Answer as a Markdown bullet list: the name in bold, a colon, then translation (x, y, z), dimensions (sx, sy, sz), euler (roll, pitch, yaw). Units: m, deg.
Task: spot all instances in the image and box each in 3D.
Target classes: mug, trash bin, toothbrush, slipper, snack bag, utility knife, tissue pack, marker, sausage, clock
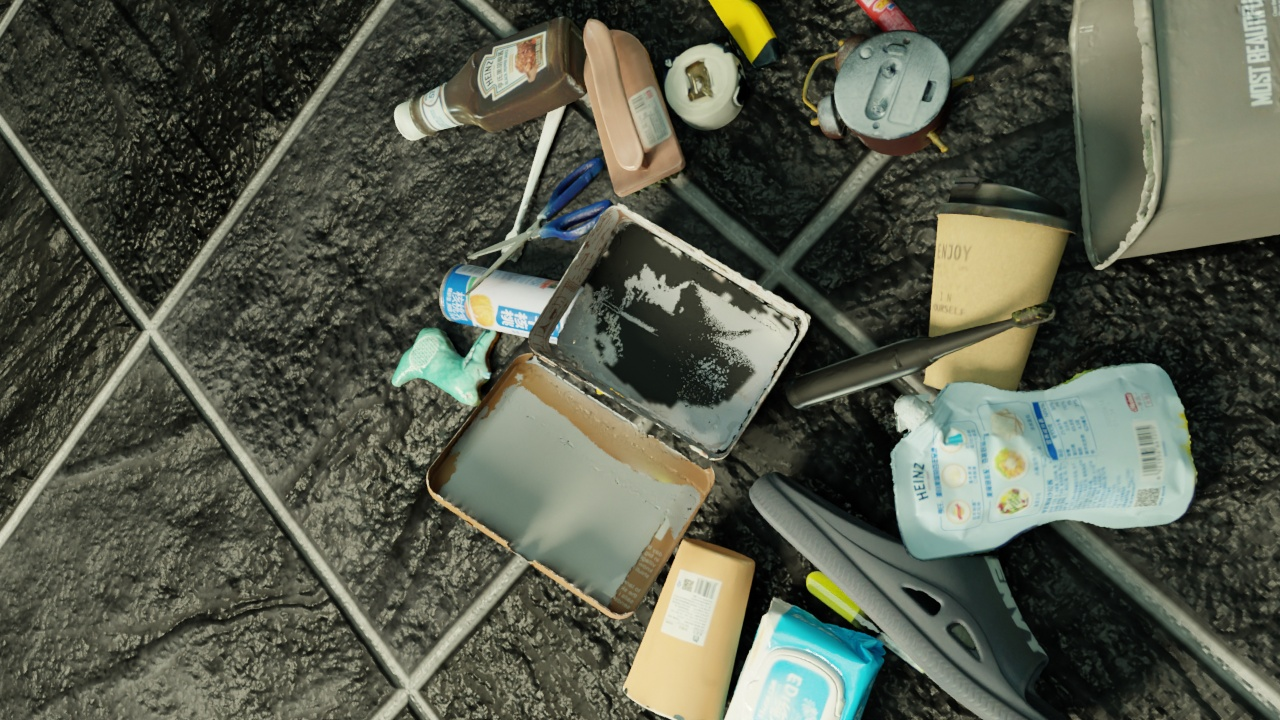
- **mug**: translation (0.041, 0.202, 0.695), dimensions (0.078, 0.078, 0.122), euler (15, 86, 24)
- **trash bin**: translation (0.382, -0.168, 0.529), dimensions (0.220, 0.198, 0.199), euler (-3, 83, 17)
- **toothbrush**: translation (-0.090, -0.175, 0.825), dimensions (0.016, 0.016, 0.180), euler (17, 89, 27)
- **slipper**: translation (0.193, 0.149, 0.617), dimensions (0.268, 0.110, 0.083), euler (40, 97, 25)
- **snack bag**: translation (0.256, 0.064, 0.594), dimensions (0.191, 0.039, 0.110), euler (-7, 92, -3)
- **utility knife**: translation (0.074, -0.302, 0.762), dimensions (0.033, 0.015, 0.154), euler (-46, 66, 46)
- **tissue pack**: translation (0.114, 0.250, 0.662), dimensions (0.090, 0.063, 0.140), euler (20, 92, 24)
- **toothbrush**: translation (0.182, -0.002, 0.625), dimensions (0.213, 0.027, 0.026), euler (-24, 69, 51)
- **marker**: translation (0.174, 0.196, 0.670), dimensions (0.124, 0.015, 0.018), euler (35, 82, 20)
- **sausage**: translation (0.171, -0.295, 0.721), dimensions (0.020, 0.020, 0.156), euler (-39, 71, 15)
- **clock**: translation (0.179, -0.201, 0.687), dimensions (0.122, 0.055, 0.082), euler (21, 93, 25)

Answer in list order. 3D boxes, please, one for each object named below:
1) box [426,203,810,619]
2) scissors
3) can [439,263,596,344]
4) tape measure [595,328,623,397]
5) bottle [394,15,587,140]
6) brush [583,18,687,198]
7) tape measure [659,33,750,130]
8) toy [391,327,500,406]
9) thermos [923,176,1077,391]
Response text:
- **box**: translation (-0.013, 0.032, 0.682), dimensions (0.178, 0.106, 0.271), euler (32, 79, 7)
- **scissors**: translation (-0.080, -0.114, 0.766), dimensions (0.176, 0.012, 0.162), euler (-5, 44, 44)
- **can**: translation (-0.104, -0.048, 0.794), dimensions (0.135, 0.053, 0.053), euler (12, 89, 24)
- **tape measure**: translation (-0.005, 0.004, 0.759), dimensions (0.057, 0.029, 0.060), euler (10, 90, 24)
- **bottle**: translation (-0.138, -0.245, 0.831), dimensions (0.195, 0.044, 0.079), euler (-12, 69, 27)
- **brush**: translation (-0.011, -0.213, 0.762), dimensions (0.063, 0.073, 0.145), euler (-21, 75, 21)
- **tape measure**: translation (0.054, -0.226, 0.756), dimensions (0.066, 0.033, 0.066), euler (-18, 77, 22)
- **toy**: translation (-0.170, 0.002, 0.833), dimensions (0.092, 0.030, 0.096), euler (32, 90, 18)
- **thermos**: translation (0.239, -0.048, 0.631), dimensions (0.093, 0.093, 0.143), euler (13, 97, 24)
